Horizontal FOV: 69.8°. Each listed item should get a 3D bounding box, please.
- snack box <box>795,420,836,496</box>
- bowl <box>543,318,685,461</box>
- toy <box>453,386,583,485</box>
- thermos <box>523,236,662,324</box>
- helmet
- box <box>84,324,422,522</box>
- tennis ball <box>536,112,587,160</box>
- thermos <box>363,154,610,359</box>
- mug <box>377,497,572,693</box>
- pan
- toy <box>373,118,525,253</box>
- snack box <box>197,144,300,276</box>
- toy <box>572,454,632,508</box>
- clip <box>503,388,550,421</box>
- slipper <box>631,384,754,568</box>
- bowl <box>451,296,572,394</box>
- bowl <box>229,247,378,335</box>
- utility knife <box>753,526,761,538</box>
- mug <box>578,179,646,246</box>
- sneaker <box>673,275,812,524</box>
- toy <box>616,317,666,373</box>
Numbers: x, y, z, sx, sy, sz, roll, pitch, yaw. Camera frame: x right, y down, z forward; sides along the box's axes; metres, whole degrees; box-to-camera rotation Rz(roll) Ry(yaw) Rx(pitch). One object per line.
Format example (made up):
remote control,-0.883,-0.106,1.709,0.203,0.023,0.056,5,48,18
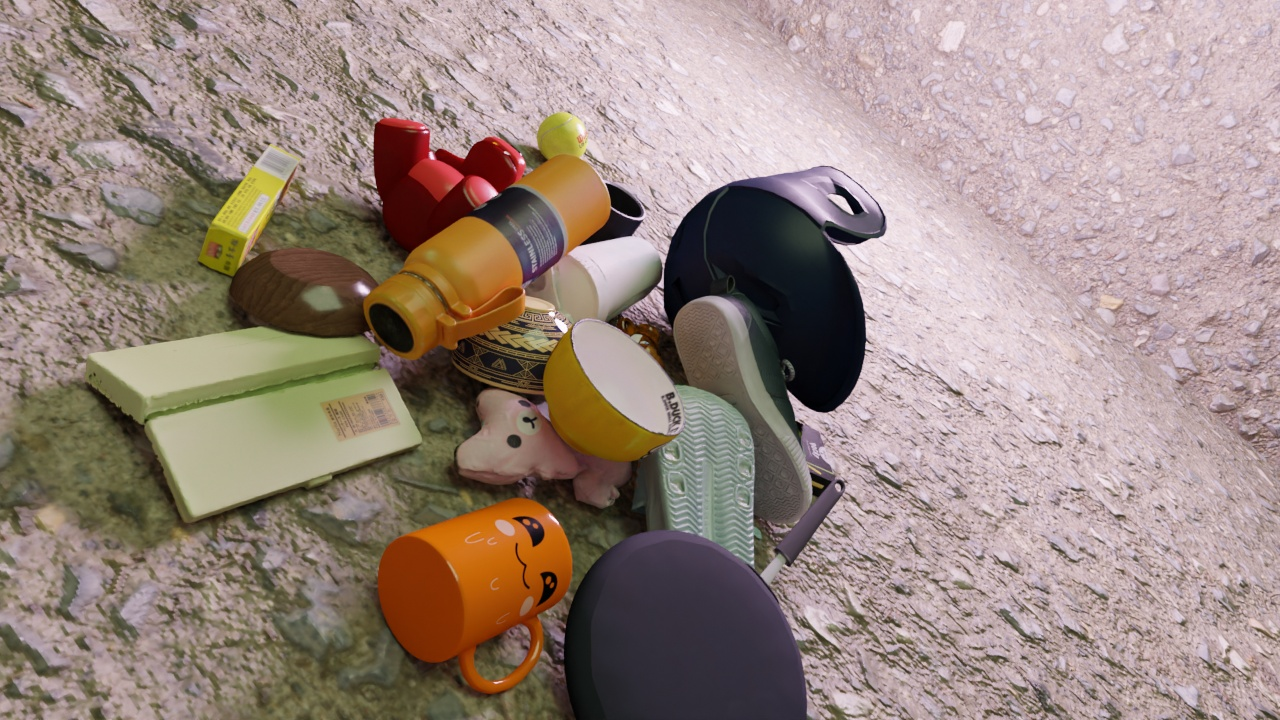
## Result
snack box,0.131,0.083,0.957,0.147,0.025,0.080,24,32,-22
bowl,-0.029,0.032,0.712,0.117,0.068,0.117,37,25,-20
toy,-0.090,0.064,0.713,0.096,0.053,0.098,18,35,-4
thermos,-0.047,-0.073,0.921,0.099,0.100,0.219,43,26,8
helmet,0.140,-0.066,0.986,0.222,0.233,0.272,-23,72,-22
box,-0.248,0.025,0.618,0.141,0.047,0.187,50,31,16
tennis ball,-0.100,-0.284,1.176,0.065,0.065,0.065,27,32,-18
thermos,-0.113,-0.087,0.740,0.231,0.092,0.076,-45,125,-40
mug,-0.099,0.152,0.579,0.095,0.078,0.112,-12,87,-53
pan,0.082,0.179,0.689,0.198,0.021,0.355,51,44,3
toy,-0.161,-0.158,0.895,0.158,0.121,0.196,39,21,19
snack box,-0.317,-0.126,0.751,0.029,0.040,0.147,25,32,-19
toy,-0.036,0.073,0.772,0.063,0.047,0.109,34,26,-24
clip,-0.090,0.032,0.801,0.054,0.040,0.101,21,29,10
slipper,0.039,0.126,0.758,0.104,0.074,0.244,20,50,-27
bowl,-0.098,-0.020,0.774,0.112,0.061,0.112,13,15,-4
bowl,-0.251,-0.060,0.706,0.118,0.030,0.117,16,24,-8
utility knife,0.063,0.129,0.833,0.123,0.015,0.022,35,43,-9
mug,-0.050,-0.166,1.054,0.071,0.078,0.105,10,40,-39
sneaker,0.106,0.037,0.869,0.087,0.089,0.235,-27,98,-52
toy,-0.005,0.005,0.881,0.087,0.067,0.112,54,37,-22
